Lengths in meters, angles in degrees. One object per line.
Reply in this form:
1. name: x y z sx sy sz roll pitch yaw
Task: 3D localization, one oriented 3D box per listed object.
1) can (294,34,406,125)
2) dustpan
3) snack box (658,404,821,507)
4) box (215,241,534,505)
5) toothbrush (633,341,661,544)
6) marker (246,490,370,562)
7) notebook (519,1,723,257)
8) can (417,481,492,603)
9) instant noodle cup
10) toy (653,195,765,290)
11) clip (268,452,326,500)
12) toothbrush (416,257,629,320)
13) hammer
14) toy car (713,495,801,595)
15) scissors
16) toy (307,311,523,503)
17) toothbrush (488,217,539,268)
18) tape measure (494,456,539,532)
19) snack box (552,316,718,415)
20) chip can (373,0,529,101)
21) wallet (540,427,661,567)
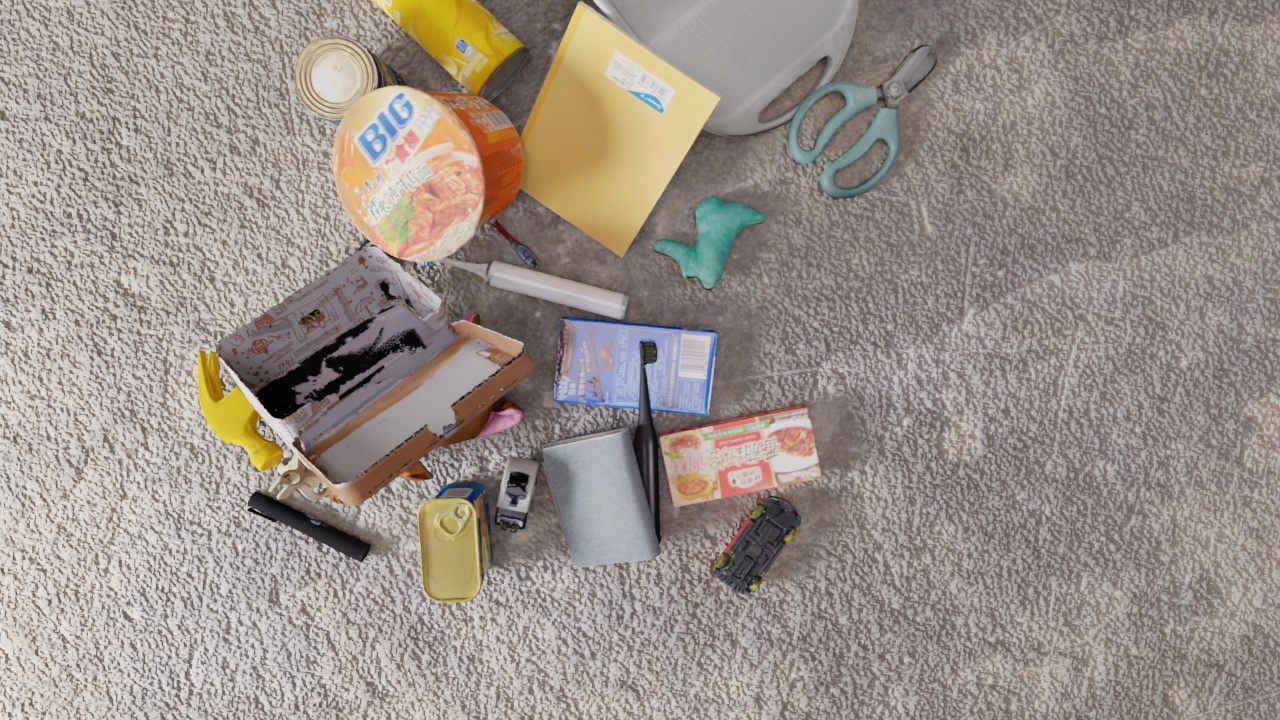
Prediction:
1. can: -0.266 -0.252 0.853 0.075 0.111 0.075 0 95 1
2. dustpan: 0.087 -0.324 0.802 0.223 0.257 0.142 -40 70 4
3. snack box: 0.100 0.096 0.924 0.153 0.025 0.075 -11 95 2
4. box: -0.221 0.017 0.771 0.178 0.103 0.261 -40 53 -23
5. toothbrush: 0.007 0.084 0.906 0.027 0.026 0.213 0 105 2
6. marker: -0.340 0.171 0.941 0.132 0.020 0.022 26 84 -1
7. notebook: -0.034 -0.201 0.840 0.146 0.010 0.207 34 136 -2
8. can: -0.180 0.176 0.907 0.057 0.083 0.102 -3 95 1
9. instant noodle cup: -0.183 -0.176 0.834 0.151 0.111 0.151 8 113 18
10. toy: 0.065 -0.118 0.903 0.096 0.030 0.092 19 93 5
11. clip: -0.327 0.119 0.907 0.035 0.101 0.096 -46 120 3
12. toothbrush: -0.120 -0.079 0.910 0.221 0.026 0.026 14 140 -1
13. hammer: -0.321 -0.040 0.908 0.129 0.033 0.301 42 92 7
14. toy car: 0.119 0.185 0.929 0.049 0.031 0.106 34 96 -3
15. scissors: 0.208 -0.253 0.886 0.129 0.019 0.185 25 95 -11
16. toy: -0.222 0.046 0.882 0.199 0.130 0.140 -22 98 -7
17. toothbrush: -0.168 -0.160 0.907 0.016 0.017 0.187 -44 94 4
18. tape measure: -0.122 0.129 0.911 0.033 0.065 0.066 12 98 -5
19. snack box: -0.005 0.005 0.916 0.157 0.026 0.084 6 97 0
20. chip can: -0.206 -0.341 0.864 0.213 0.072 0.072 44 94 -4
21. wallet: -0.041 0.138 0.917 0.107 0.036 0.130 -12 96 27
